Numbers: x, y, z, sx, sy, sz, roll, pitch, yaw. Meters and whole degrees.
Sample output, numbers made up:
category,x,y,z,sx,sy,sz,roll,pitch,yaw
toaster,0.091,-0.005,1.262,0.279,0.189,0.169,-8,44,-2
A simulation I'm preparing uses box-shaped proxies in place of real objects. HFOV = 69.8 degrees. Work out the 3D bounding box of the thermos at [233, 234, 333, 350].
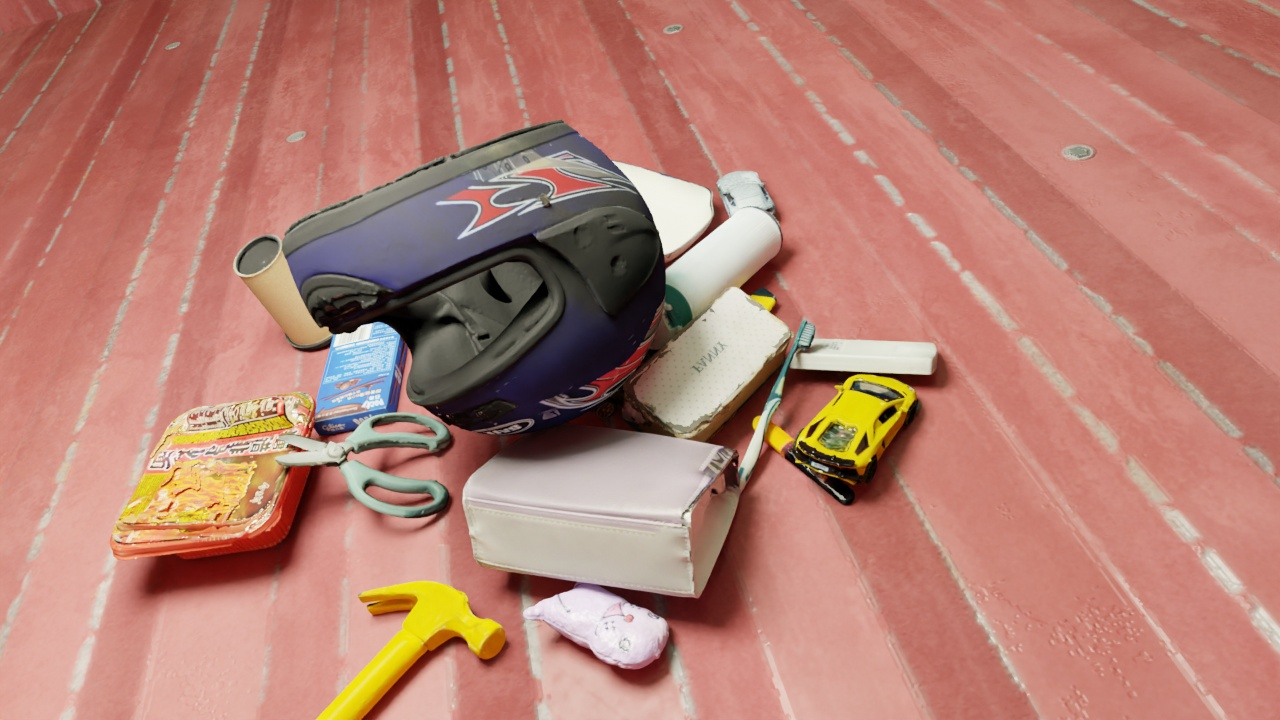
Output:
category,x,y,z,sx,sy,sz,roll,pitch,yaw
thermos,-0.404,-0.079,1.073,0.093,0.143,0.092,-11,53,14

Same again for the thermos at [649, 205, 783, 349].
category,x,y,z,sx,sy,sz,roll,pitch,yaw
thermos,0.066,-0.087,0.964,0.073,0.073,0.223,18,41,32

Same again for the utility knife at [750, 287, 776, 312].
category,x,y,z,sx,sy,sz,roll,pitch,yaw
utility knife,0.097,-0.017,0.943,0.033,0.015,0.173,10,48,33

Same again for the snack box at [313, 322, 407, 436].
category,x,y,z,sx,sy,sz,roll,pitch,yaw
snack box,-0.308,0.014,1.020,0.084,0.026,0.156,-11,42,5

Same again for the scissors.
category,x,y,z,sx,sy,sz,roll,pitch,yaw
scissors,-0.253,0.103,0.865,0.177,0.019,0.169,-4,44,-33

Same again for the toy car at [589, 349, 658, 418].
category,x,y,z,sx,sy,sz,roll,pitch,yaw
toy car,-0.005,0.005,0.931,0.158,0.042,0.070,-23,42,-13

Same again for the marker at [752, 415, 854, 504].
category,x,y,z,sx,sy,sz,roll,pitch,yaw
marker,0.143,0.088,0.815,0.018,0.015,0.124,-34,47,-16

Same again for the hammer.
category,x,y,z,sx,sy,sz,roll,pitch,yaw
hammer,-0.243,0.287,0.697,0.129,0.033,0.299,20,52,34

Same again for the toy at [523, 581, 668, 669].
category,x,y,z,sx,sy,sz,roll,pitch,yaw
toy,-0.025,0.205,0.719,0.108,0.039,0.083,19,29,35

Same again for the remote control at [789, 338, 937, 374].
category,x,y,z,sx,sy,sz,roll,pitch,yaw
remote control,0.213,-0.004,0.877,0.135,0.019,0.056,3,17,18

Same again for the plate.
category,x,y,z,sx,sy,sz,roll,pitch,yaw
plate,-0.028,-0.181,1.146,0.266,0.034,0.161,24,55,36

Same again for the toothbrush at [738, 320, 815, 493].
category,x,y,z,sx,sy,sz,roll,pitch,yaw
toothbrush,0.123,0.042,0.837,0.018,0.016,0.191,15,65,23

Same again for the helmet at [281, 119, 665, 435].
category,x,y,z,sx,sy,sz,roll,pitch,yaw
helmet,-0.115,-0.053,0.782,0.248,0.240,0.314,-17,12,43

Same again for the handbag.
category,x,y,z,sx,sy,sz,roll,pitch,yaw
handbag,-0.027,0.119,0.768,0.197,0.098,0.144,4,29,22

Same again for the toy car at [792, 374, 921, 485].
category,x,y,z,sx,sy,sz,roll,pitch,yaw
toy car,0.192,0.053,0.809,0.071,0.041,0.155,21,42,32

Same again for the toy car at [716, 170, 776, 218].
category,x,y,z,sx,sy,sz,roll,pitch,yaw
toy car,0.128,-0.200,1.120,0.054,0.037,0.120,-15,38,1

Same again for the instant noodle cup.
category,x,y,z,sx,sy,sz,roll,pitch,yaw
instant noodle cup,-0.398,0.122,0.890,0.164,0.079,0.188,-8,41,8

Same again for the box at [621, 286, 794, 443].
category,x,y,z,sx,sy,sz,roll,pitch,yaw
box,0.067,0.007,0.871,0.090,0.062,0.183,41,62,19
